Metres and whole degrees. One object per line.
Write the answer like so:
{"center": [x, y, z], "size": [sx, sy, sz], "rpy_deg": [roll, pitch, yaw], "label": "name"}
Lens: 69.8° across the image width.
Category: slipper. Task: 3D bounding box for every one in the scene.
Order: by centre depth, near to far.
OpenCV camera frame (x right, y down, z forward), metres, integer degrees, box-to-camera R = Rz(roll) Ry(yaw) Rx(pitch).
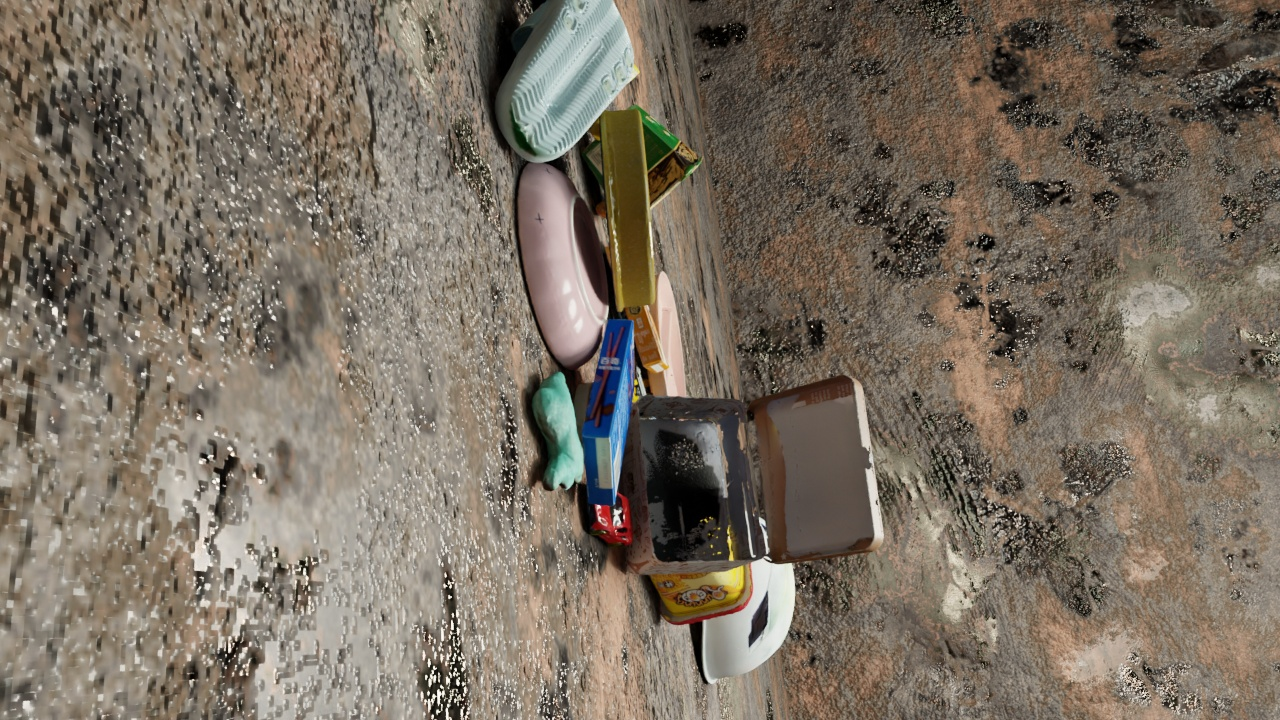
{"center": [-0.074, -0.261, 0.828], "size": [0.104, 0.074, 0.244], "rpy_deg": [50, 43, -31], "label": "slipper"}

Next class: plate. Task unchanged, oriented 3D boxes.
{"center": [-0.063, -0.089, 0.840], "size": [0.192, 0.039, 0.192], "rpy_deg": [-9, 89, -80], "label": "plate"}
{"center": [0.033, -0.006, 1.248], "size": [0.229, 0.028, 0.229], "rpy_deg": [-5, 89, -81], "label": "plate"}

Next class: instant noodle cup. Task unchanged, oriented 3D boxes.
{"center": [0.058, 0.224, 1.053], "size": [0.115, 0.116, 0.124], "rpy_deg": [-89, 154, -47], "label": "instant noodle cup"}

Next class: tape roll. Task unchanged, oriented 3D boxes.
{"center": [-0.045, 0.064, 0.875], "size": [0.085, 0.014, 0.086], "rpy_deg": [-9, 89, -80], "label": "tape roll"}

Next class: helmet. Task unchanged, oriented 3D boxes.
{"center": [0.156, 0.341, 1.365], "size": [0.229, 0.146, 0.258], "rpy_deg": [69, 15, -47], "label": "helmet"}

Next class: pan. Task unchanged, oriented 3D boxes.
{"center": [-0.037, -0.210, 0.946], "size": [0.198, 0.078, 0.356], "rpy_deg": [87, -1, -54], "label": "pan"}

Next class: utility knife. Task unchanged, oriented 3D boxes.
{"center": [-0.005, 0.039, 1.114], "size": [0.223, 0.015, 0.033], "rpy_deg": [1, 77, -80], "label": "utility knife"}

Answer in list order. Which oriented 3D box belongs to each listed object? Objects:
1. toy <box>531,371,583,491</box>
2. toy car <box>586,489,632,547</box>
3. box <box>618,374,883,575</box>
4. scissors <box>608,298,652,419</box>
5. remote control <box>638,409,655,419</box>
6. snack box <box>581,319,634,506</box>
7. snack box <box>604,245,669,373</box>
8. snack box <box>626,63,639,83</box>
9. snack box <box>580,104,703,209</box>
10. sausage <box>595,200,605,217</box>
{"center": [-0.065, 0.061, 0.721], "size": [0.096, 0.030, 0.092], "rpy_deg": [-60, 137, -71], "label": "toy"}
{"center": [-0.028, 0.142, 0.851], "size": [0.106, 0.031, 0.049], "rpy_deg": [55, 27, -64], "label": "toy car"}
{"center": [0.105, 0.123, 0.945], "size": [0.136, 0.270, 0.179], "rpy_deg": [62, 22, -69], "label": "box"}
{"center": [-0.004, 0.007, 1.082], "size": [0.164, 0.014, 0.164], "rpy_deg": [-93, 163, -71], "label": "scissors"}
{"center": [0.014, 0.115, 1.125], "size": [0.049, 0.024, 0.125], "rpy_deg": [-54, 137, -76], "label": "remote control"}
{"center": [-0.026, 0.043, 0.823], "size": [0.156, 0.026, 0.085], "rpy_deg": [-80, 171, -49], "label": "snack box"}
{"center": [-0.004, -0.062, 1.103], "size": [0.075, 0.026, 0.153], "rpy_deg": [42, 29, -80], "label": "snack box"}
{"center": [-0.059, -0.361, 0.984], "size": [0.140, 0.034, 0.086], "rpy_deg": [55, 12, -4], "label": "snack box"}
{"center": [-0.005, -0.237, 1.089], "size": [0.105, 0.118, 0.117], "rpy_deg": [46, 17, -10], "label": "snack box"}
{"center": [-0.034, -0.193, 1.156], "size": [0.165, 0.021, 0.021], "rpy_deg": [-55, 135, -75], "label": "sausage"}
